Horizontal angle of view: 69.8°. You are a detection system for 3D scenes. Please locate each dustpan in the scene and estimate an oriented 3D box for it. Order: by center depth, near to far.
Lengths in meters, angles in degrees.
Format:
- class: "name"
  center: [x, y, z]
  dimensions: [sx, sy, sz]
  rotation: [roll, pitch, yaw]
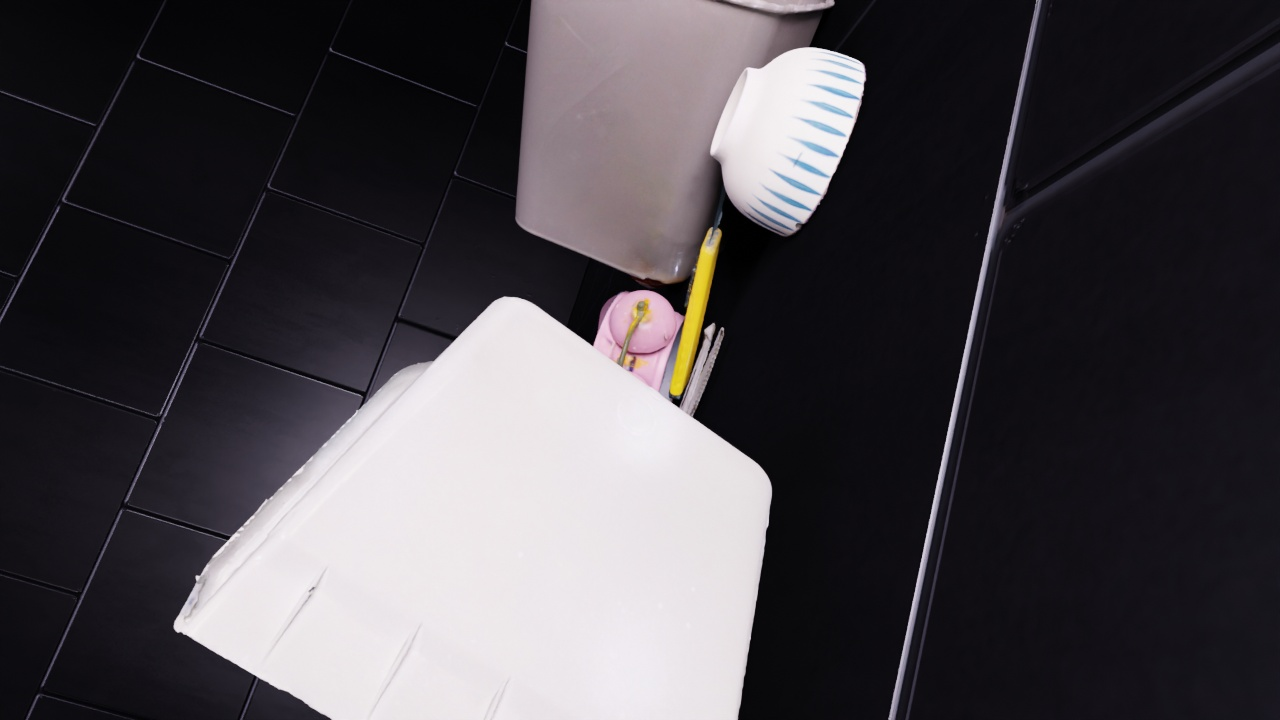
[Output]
- class: "dustpan"
  center: [-0.051, 0.091, 0.442]
  dimensions: [0.143, 0.222, 0.256]
  rotation: [-44, 15, 48]

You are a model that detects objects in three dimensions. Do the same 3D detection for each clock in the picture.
- class: "clock"
  center: [-0.004, 0.004, 0.729]
  dimensions: [0.158, 0.060, 0.117]
  rotation: [33, -107, -78]

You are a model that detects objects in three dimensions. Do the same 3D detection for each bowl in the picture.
- class: "bowl"
  center: [0.085, -0.144, 0.580]
  dimensions: [0.116, 0.066, 0.116]
  rotation: [-162, 92, -82]

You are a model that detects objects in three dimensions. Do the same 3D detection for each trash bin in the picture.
- class: "trash bin"
  center: [0.013, -0.199, 0.715]
  dimensions: [0.198, 0.199, 0.220]
  rotation: [-42, -28, -56]

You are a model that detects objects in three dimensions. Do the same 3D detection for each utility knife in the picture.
- class: "utility knife"
  center: [0.045, -0.058, 0.685]
  dimensions: [0.033, 0.015, 0.219]
  rotation: [-62, -14, -56]

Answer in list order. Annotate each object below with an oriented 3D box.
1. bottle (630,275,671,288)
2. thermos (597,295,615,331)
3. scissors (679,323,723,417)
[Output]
- class: "bottle"
  center: [0.012, -0.112, 1.044]
  dimensions: [0.206, 0.060, 0.060]
  rotation: [-142, 72, -84]
- class: "thermos"
  center: [-0.017, -0.016, 0.931]
  dimensions: [0.198, 0.067, 0.087]
  rotation: [-85, -19, -68]
- class: "scissors"
  center: [0.017, 0.078, 0.699]
  dimensions: [0.214, 0.015, 0.196]
  rotation: [120, 167, -56]
